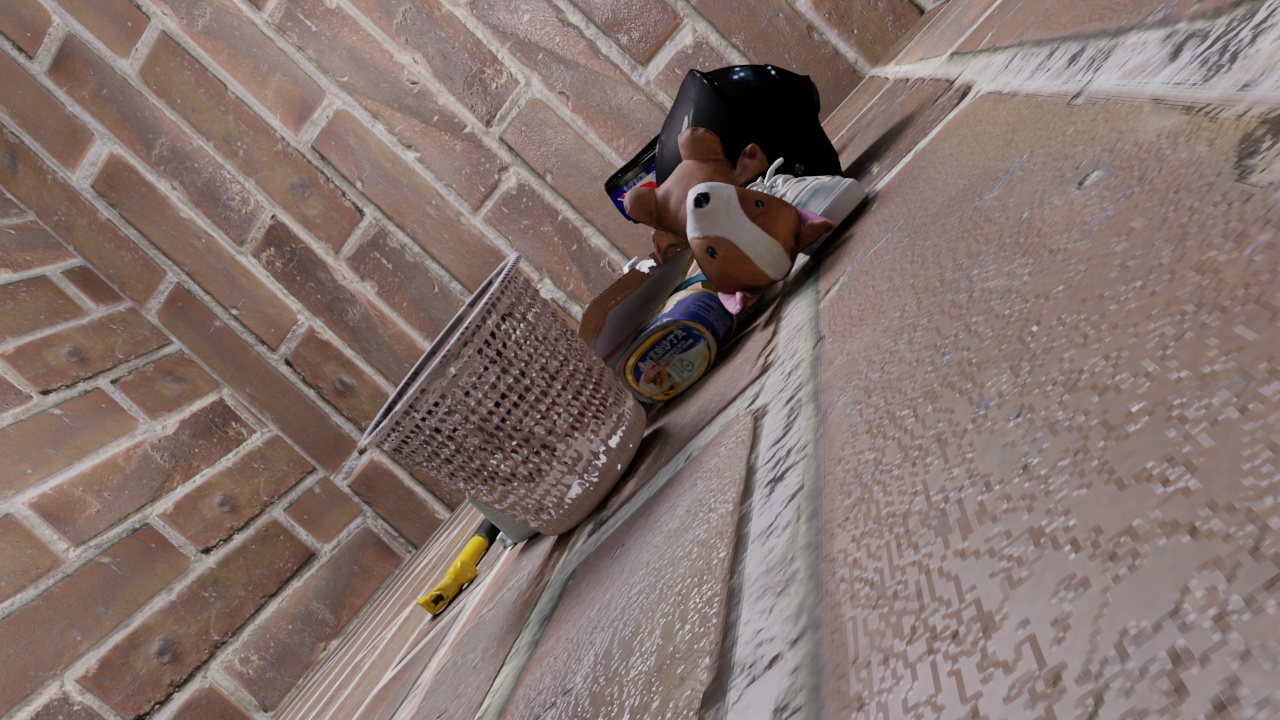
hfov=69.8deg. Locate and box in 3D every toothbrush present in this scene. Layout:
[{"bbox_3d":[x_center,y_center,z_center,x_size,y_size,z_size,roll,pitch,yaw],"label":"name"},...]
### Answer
[{"bbox_3d":[-0.123,0.170,1.182,0.180,0.018,0.016,-48,1,-31],"label":"toothbrush"}]

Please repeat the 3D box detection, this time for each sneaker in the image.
[{"bbox_3d":[0.158,-0.165,0.938,0.089,0.091,0.242,-48,5,4],"label":"sneaker"}]

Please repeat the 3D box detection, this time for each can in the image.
[{"bbox_3d":[0.033,-0.012,0.896,0.149,0.074,0.049,-41,11,51],"label":"can"}]

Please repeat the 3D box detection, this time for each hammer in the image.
[{"bbox_3d":[-0.232,0.262,1.318,0.129,0.033,0.300,-44,5,23],"label":"hammer"}]

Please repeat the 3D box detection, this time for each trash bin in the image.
[{"bbox_3d":[-0.110,0.047,0.834,0.228,0.192,0.227,-47,14,15],"label":"trash bin"}]

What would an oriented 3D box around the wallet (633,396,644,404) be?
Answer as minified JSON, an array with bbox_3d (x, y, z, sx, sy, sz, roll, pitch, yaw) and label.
[{"bbox_3d":[-0.014,0.048,1.124,0.090,0.033,0.115,-45,1,42],"label":"wallet"}]

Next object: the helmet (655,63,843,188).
[{"bbox_3d":[0.128,-0.241,1.166,0.233,0.230,0.275,-57,-10,-77],"label":"helmet"}]

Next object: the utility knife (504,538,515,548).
[{"bbox_3d":[-0.112,0.168,1.093,0.151,0.013,0.029,-47,6,-1],"label":"utility knife"}]

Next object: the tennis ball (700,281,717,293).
[{"bbox_3d":[0.097,-0.085,0.980,0.065,0.065,0.065,-47,4,4],"label":"tennis ball"}]

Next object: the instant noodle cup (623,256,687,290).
[{"bbox_3d":[0.036,-0.081,1.249,0.060,0.138,0.173,-23,8,10],"label":"instant noodle cup"}]

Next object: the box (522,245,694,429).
[{"bbox_3d":[-0.026,-0.025,1.018,0.178,0.105,0.261,-42,6,-34],"label":"box"}]

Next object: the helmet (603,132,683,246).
[{"bbox_3d":[0.111,-0.300,1.594,0.316,0.240,0.246,-27,19,47],"label":"helmet"}]

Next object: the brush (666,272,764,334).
[{"bbox_3d":[0.062,-0.048,0.933,0.055,0.073,0.144,-42,0,-40],"label":"brush"}]

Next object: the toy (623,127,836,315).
[{"bbox_3d":[0.076,-0.133,0.853,0.140,0.199,0.130,-47,-38,12],"label":"toy"}]

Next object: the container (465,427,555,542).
[{"bbox_3d":[-0.118,0.132,0.997,0.089,0.090,0.112,-50,8,-33],"label":"container"}]
